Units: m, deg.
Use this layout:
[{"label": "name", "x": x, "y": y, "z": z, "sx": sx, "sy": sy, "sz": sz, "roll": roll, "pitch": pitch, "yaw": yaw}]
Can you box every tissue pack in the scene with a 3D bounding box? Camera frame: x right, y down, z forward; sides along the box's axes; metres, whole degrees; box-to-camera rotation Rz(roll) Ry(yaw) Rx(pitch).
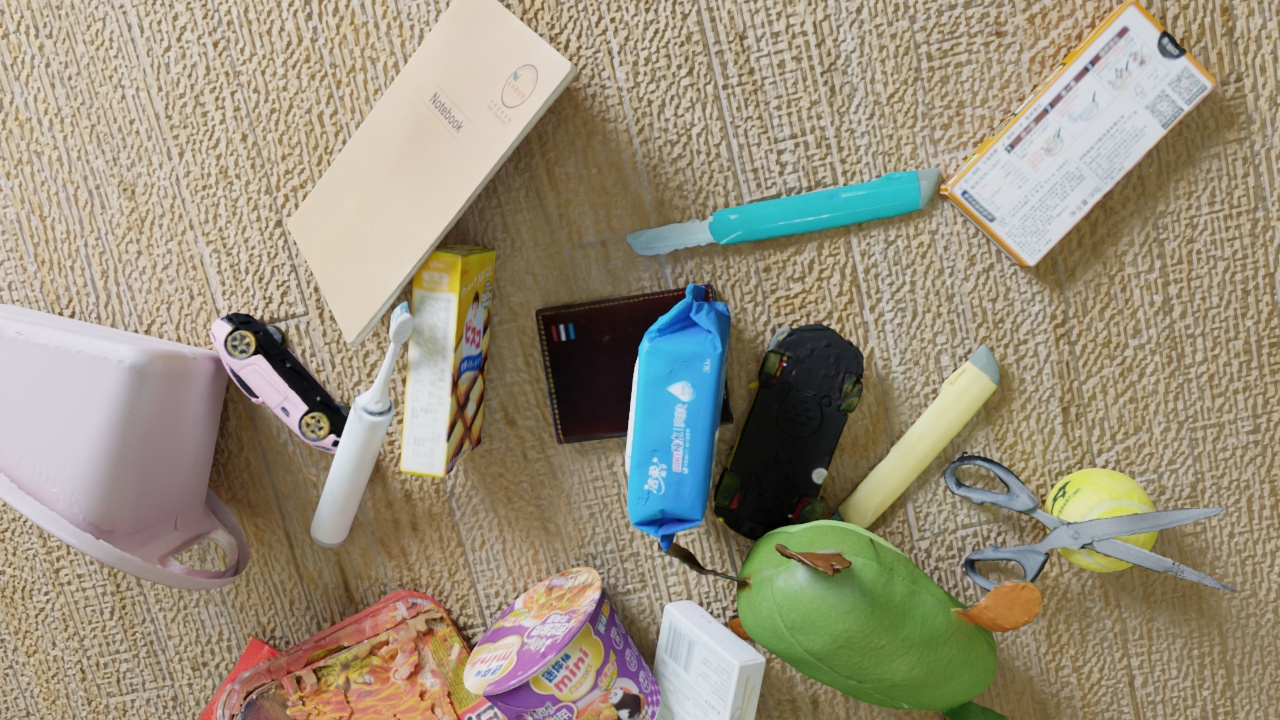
[{"label": "tissue pack", "x": 0.023, "y": 0.029, "z": 0.565, "sx": 0.052, "sy": 0.095, "sz": 0.157, "roll": 7, "pitch": 98, "yaw": 7}]

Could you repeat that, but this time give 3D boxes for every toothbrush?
[{"label": "toothbrush", "x": -0.178, "y": 0.048, "z": 0.590, "sx": 0.026, "sy": 0.026, "sz": 0.222, "roll": 5, "pitch": 134, "yaw": -30}]

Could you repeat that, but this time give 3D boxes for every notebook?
[{"label": "notebook", "x": -0.139, "y": -0.127, "z": 0.566, "sx": 0.208, "sy": 0.008, "sz": 0.148, "roll": -49, "pitch": 50, "yaw": 11}]

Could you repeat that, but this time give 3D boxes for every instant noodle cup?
[{"label": "instant noodle cup", "x": -0.045, "y": 0.213, "z": 0.618, "sx": 0.112, "sy": 0.111, "sz": 0.099, "roll": -34, "pitch": 103, "yaw": 9}, {"label": "instant noodle cup", "x": -0.173, "y": 0.265, "z": 0.608, "sx": 0.188, "sy": 0.164, "sz": 0.079, "roll": 53, "pitch": 140, "yaw": 19}]

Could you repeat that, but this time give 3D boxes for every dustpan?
[{"label": "dustpan", "x": -0.368, "y": 0.043, "z": 0.556, "sx": 0.273, "sy": 0.222, "sz": 0.139, "roll": 13, "pitch": 88, "yaw": -5}]

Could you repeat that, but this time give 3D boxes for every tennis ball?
[{"label": "tennis ball", "x": 0.294, "y": 0.102, "z": 0.587, "sx": 0.065, "sy": 0.065, "sz": 0.065, "roll": 1, "pitch": 100, "yaw": 5}]

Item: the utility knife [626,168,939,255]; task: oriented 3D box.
[{"label": "utility knife", "x": 0.092, "y": -0.095, "z": 0.597, "sx": 0.205, "sy": 0.013, "sz": 0.029, "roll": -10, "pitch": 101, "yaw": 4}]

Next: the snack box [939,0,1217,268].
[{"label": "snack box", "x": 0.268, "y": -0.138, "z": 0.569, "sx": 0.075, "sy": 0.026, "sz": 0.154, "roll": 42, "pitch": 101, "yaw": -3}]

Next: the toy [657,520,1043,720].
[{"label": "toy", "x": 0.135, "y": 0.158, "z": 0.570, "sx": 0.246, "sy": 0.089, "sz": 0.228, "roll": 35, "pitch": 146, "yaw": -28}]

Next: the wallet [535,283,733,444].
[{"label": "wallet", "x": -0.004, "y": 0.004, "z": 0.620, "sx": 0.122, "sy": 0.020, "sz": 0.096, "roll": -8, "pitch": 99, "yaw": 4}]

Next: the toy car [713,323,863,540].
[{"label": "toy car", "x": 0.099, "y": 0.050, "z": 0.607, "sx": 0.071, "sy": 0.041, "sz": 0.156, "roll": 18, "pitch": 102, "yaw": 2}]

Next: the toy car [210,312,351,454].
[{"label": "toy car", "x": -0.243, "y": 0.018, "z": 0.623, "sx": 0.037, "sy": 0.056, "sz": 0.122, "roll": -41, "pitch": 94, "yaw": 6}]

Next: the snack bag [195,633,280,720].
[{"label": "snack bag", "x": -0.235, "y": 0.306, "z": 0.663, "sx": 0.208, "sy": 0.073, "sz": 0.128, "roll": 33, "pitch": 91, "yaw": 10}]

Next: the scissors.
[{"label": "scissors", "x": 0.262, "y": 0.106, "z": 0.566, "sx": 0.159, "sy": 0.014, "sz": 0.175, "roll": 47, "pitch": 138, "yaw": 26}]

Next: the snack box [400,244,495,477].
[{"label": "snack box", "x": -0.123, "y": -0.003, "z": 0.594, "sx": 0.034, "sy": 0.086, "sz": 0.140, "roll": 5, "pitch": 99, "yaw": 4}]

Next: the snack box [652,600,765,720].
[{"label": "snack box", "x": 0.036, "y": 0.254, "z": 0.627, "sx": 0.026, "sy": 0.085, "sz": 0.157, "roll": 2, "pitch": 103, "yaw": -34}]

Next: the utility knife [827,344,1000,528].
[{"label": "utility knife", "x": 0.182, "y": 0.060, "z": 0.614, "sx": 0.031, "sy": 0.018, "sz": 0.165, "roll": 39, "pitch": 99, "yaw": 2}]

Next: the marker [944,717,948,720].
[{"label": "marker", "x": 0.210, "y": 0.319, "z": 0.656, "sx": 0.017, "sy": 0.017, "sz": 0.145, "roll": 11, "pitch": 100, "yaw": 3}]
